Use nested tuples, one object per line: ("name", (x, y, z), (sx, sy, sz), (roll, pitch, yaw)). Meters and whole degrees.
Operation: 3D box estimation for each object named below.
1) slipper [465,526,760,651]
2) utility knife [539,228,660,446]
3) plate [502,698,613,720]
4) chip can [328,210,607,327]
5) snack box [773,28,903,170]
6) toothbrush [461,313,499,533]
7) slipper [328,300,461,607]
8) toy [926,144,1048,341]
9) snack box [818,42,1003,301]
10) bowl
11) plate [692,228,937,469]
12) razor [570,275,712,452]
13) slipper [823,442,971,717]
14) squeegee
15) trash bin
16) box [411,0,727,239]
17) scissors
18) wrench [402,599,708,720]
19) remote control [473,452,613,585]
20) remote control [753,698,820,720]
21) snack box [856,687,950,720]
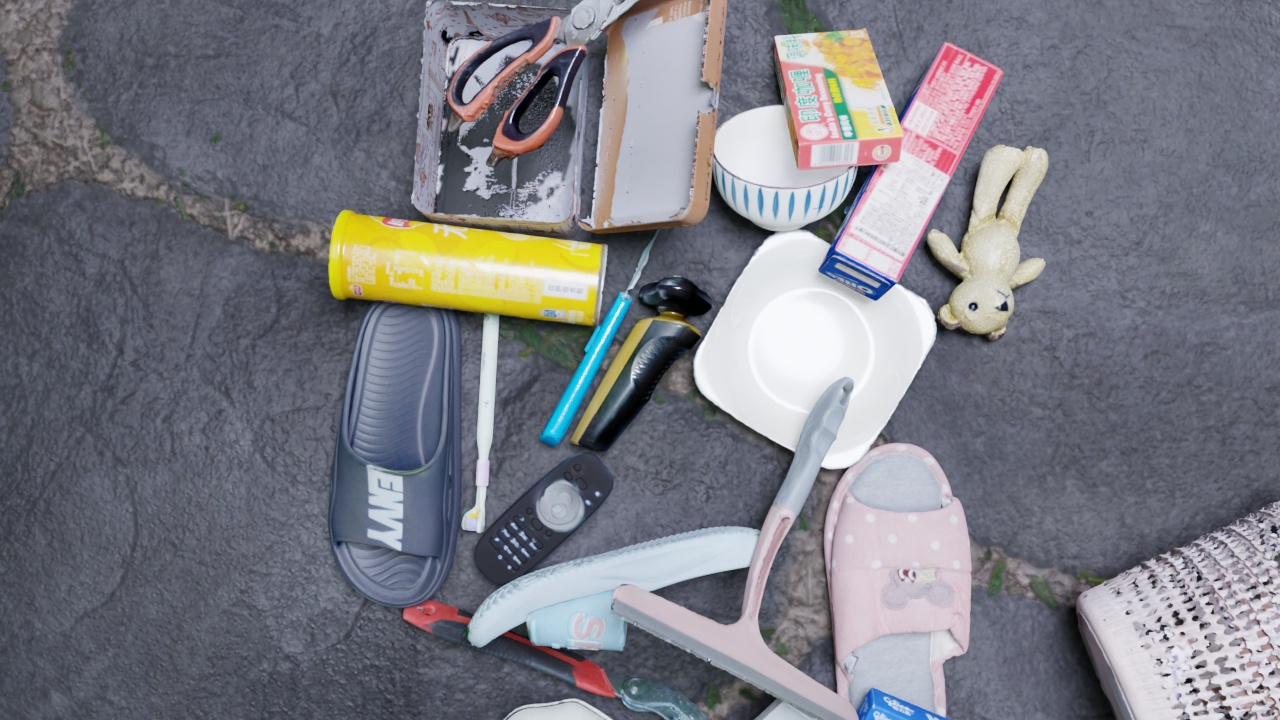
("slipper", (-0.014, 0.187, 0.726), (0.245, 0.104, 0.074), (-14, 83, -5))
("utility knife", (-0.028, -0.025, 0.769), (0.018, 0.034, 0.216), (28, 87, -6))
("plate", (-0.019, 0.388, 0.751), (0.266, 0.034, 0.162), (33, 89, 4))
("chip can", (-0.136, -0.073, 0.740), (0.213, 0.072, 0.072), (6, 88, -5))
("snack box", (0.152, -0.209, 0.725), (0.077, 0.027, 0.155), (-4, 49, 3))
("toothbrush", (-0.133, 0.050, 0.776), (0.020, 0.029, 0.189), (7, 86, -39))
("slipper", (-0.205, 0.068, 0.747), (0.111, 0.083, 0.268), (3, 85, 2))
("toy", (0.287, -0.095, 0.739), (0.105, 0.066, 0.157), (11, 96, -14))
("snack box", (0.213, -0.149, 0.731), (0.058, 0.057, 0.207), (29, 78, 3))
("bowl", (0.115, -0.148, 0.738), (0.116, 0.066, 0.116), (-3, 47, 3))
("plate", (0.141, -0.009, 0.758), (0.164, 0.034, 0.163), (32, 89, 3))
("razor", (-0.005, 0.004, 0.761), (0.067, 0.062, 0.167), (36, 96, 33))
("slipper", (0.206, 0.204, 0.737), (0.114, 0.054, 0.274), (2, 90, 2))
("squeegee", (0.112, 0.121, 0.696), (0.247, 0.040, 0.249), (34, 68, -24))
("trash bin", (0.440, 0.216, 0.661), (0.192, 0.227, 0.227), (-21, 87, 14))
("box", (-0.056, -0.190, 0.727), (0.274, 0.125, 0.179), (3, 88, 25))
("scissors", (-0.045, -0.224, 0.663), (0.206, 0.015, 0.196), (5, 88, 20))
("wrench", (-0.068, 0.253, 0.754), (0.273, 0.056, 0.016), (22, 113, 7))
("remote control", (-0.080, 0.132, 0.768), (0.136, 0.024, 0.053), (-42, 85, -1))
("remote control", (0.101, 0.312, 0.721), (0.056, 0.019, 0.135), (37, 123, 5))
("snack box", (0.189, 0.342, 0.724), (0.084, 0.026, 0.157), (22, 107, 3))
